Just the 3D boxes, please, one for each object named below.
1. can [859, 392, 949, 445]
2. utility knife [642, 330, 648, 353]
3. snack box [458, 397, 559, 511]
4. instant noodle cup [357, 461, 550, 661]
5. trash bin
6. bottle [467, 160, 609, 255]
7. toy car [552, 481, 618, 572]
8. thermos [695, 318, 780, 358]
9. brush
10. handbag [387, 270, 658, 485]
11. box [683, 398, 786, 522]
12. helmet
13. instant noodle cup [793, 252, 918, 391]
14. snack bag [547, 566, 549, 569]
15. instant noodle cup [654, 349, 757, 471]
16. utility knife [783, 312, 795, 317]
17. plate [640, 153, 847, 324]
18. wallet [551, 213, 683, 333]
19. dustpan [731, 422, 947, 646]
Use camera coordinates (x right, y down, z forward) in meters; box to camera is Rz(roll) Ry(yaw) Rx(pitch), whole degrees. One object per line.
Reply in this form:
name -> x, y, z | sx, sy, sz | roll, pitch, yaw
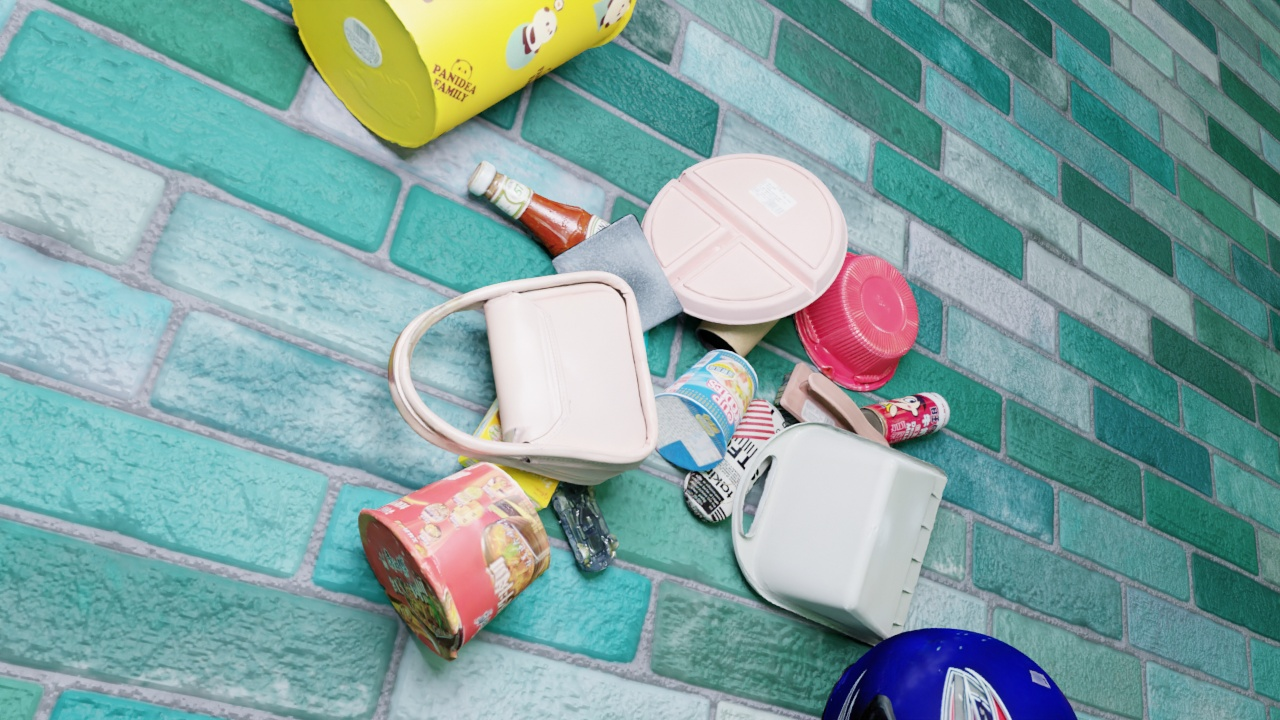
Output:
can -> 0.326, 0.074, 1.145 | 0.132, 0.053, 0.053 | -9, 80, -35
utility knife -> -0.006, 0.006, 0.974 | 0.029, 0.013, 0.217 | 25, 60, -39
snack box -> -0.102, 0.066, 0.865 | 0.087, 0.034, 0.140 | 41, 47, -15
instant noodle cup -> -0.149, 0.154, 0.752 | 0.108, 0.138, 0.138 | -32, 93, -33
trash bin -> -0.168, -0.346, 0.864 | 0.229, 0.230, 0.254 | 50, 61, -10
bottle -> -0.081, -0.137, 0.943 | 0.206, 0.060, 0.059 | 30, 60, -23
toy car -> -0.055, 0.158, 0.880 | 0.042, 0.034, 0.090 | -21, 85, -34
thermos -> 0.127, -0.069, 1.034 | 0.093, 0.093, 0.143 | 43, 74, -15
brush -> 0.224, 0.069, 1.069 | 0.145, 0.073, 0.063 | 41, 56, -18
handbag -> -0.107, 0.014, 0.821 | 0.233, 0.094, 0.193 | 1, 66, -32
box -> 0.106, 0.105, 0.995 | 0.068, 0.051, 0.163 | 39, 59, 1
helmet -> 0.321, 0.430, 0.913 | 0.247, 0.241, 0.315 | 12, 69, -28
instant noodle cup -> 0.282, -0.062, 1.155 | 0.193, 0.066, 0.193 | 12, 67, -30
snack bag -> -0.122, 0.151, 0.843 | 0.048, 0.026, 0.104 | -17, 84, -45
instant noodle cup -> 0.069, 0.045, 0.968 | 0.099, 0.099, 0.109 | 51, 47, -9
utility knife -> 0.121, -0.099, 1.090 | 0.171, 0.015, 0.033 | 30, 60, -22
plate -> 0.110, -0.141, 1.003 | 0.229, 0.028, 0.229 | -4, 59, 6
wallet -> -0.022, -0.078, 0.939 | 0.097, 0.019, 0.121 | -30, 114, -2
dustpan -> 0.218, 0.184, 1.023 | 0.257, 0.143, 0.222 | 34, 73, -55
